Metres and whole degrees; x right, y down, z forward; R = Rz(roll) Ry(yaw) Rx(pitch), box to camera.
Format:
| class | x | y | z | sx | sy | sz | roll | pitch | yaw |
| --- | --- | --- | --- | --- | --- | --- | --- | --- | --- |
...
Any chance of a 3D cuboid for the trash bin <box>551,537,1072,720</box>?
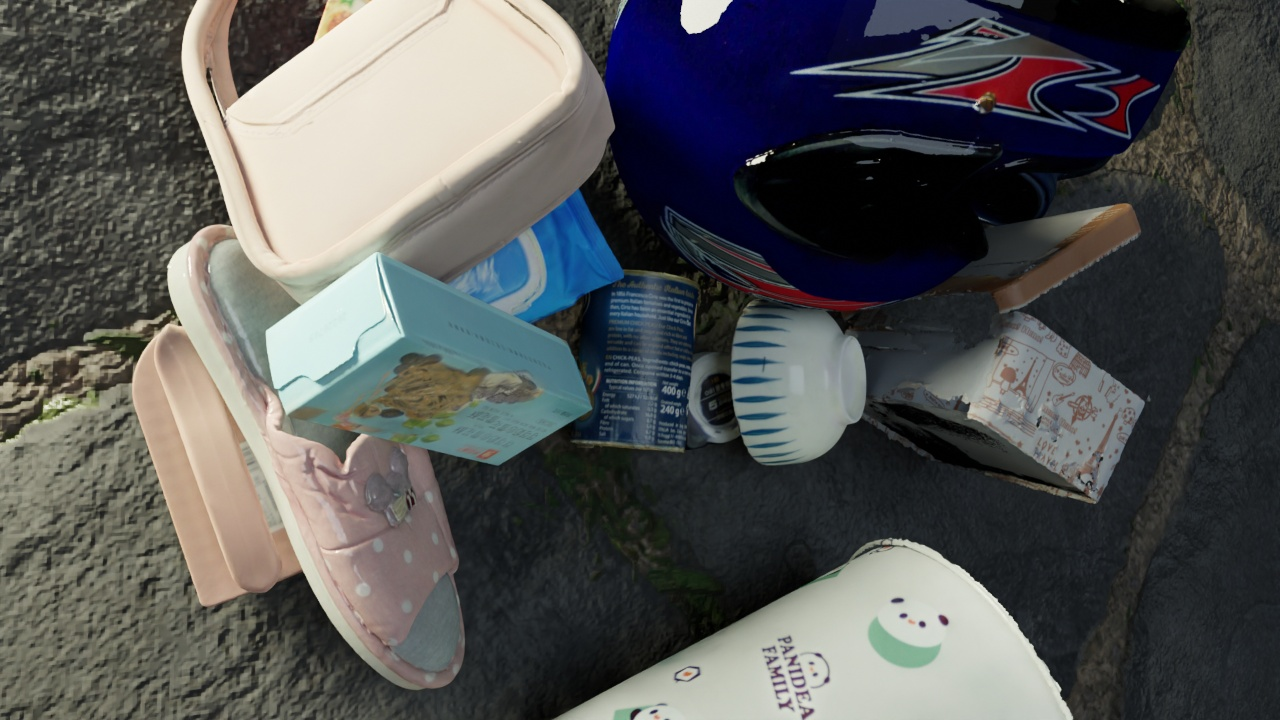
| class | x | y | z | sx | sy | sz | roll | pitch | yaw |
| --- | --- | --- | --- | --- | --- | --- | --- | --- | --- |
| trash bin | 0.088 | 0.256 | 0.546 | 0.251 | 0.230 | 0.229 | -16 | 94 | -21 |

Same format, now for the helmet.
| class | x | y | z | sx | sy | sz | roll | pitch | yaw |
| --- | --- | --- | --- | --- | --- | --- | --- | --- | --- |
| helmet | 0.132 | -0.149 | 0.568 | 0.315 | 0.241 | 0.246 | 12 | 36 | -10 |

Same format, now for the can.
| class | x | y | z | sx | sy | sz | roll | pitch | yaw |
| --- | --- | --- | --- | --- | --- | --- | --- | --- | --- |
| can | -0.004 | 0.003 | 0.591 | 0.075 | 0.075 | 0.111 | 8 | 84 | -25 |

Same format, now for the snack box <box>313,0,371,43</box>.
| class | x | y | z | sx | sy | sz | roll | pitch | yaw |
| --- | --- | --- | --- | --- | --- | --- | --- | --- | --- |
| snack box | -0.146 | -0.230 | 0.565 | 0.075 | 0.025 | 0.152 | 19 | 78 | -23 |

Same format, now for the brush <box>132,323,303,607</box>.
| class | x | y | z | sx | sy | sz | roll | pitch | yaw |
| --- | --- | --- | --- | --- | --- | --- | --- | --- | --- |
| brush | -0.221 | 0.051 | 0.483 | 0.063 | 0.073 | 0.145 | -19 | 92 | -23 |

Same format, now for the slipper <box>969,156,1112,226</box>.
| class | x | y | z | sx | sy | sz | roll | pitch | yaw |
| --- | --- | --- | --- | --- | --- | --- | --- | --- | --- |
| slipper | 0.293 | -0.154 | 0.729 | 0.252 | 0.105 | 0.095 | -12 | 84 | -24 |

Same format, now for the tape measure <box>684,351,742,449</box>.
| class | x | y | z | sx | sy | sz | roll | pitch | yaw |
| --- | --- | --- | --- | --- | --- | --- | --- | --- | --- |
| tape measure | 0.049 | 0.027 | 0.639 | 0.065 | 0.034 | 0.066 | -6 | 91 | -28 |

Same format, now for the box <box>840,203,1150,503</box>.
| class | x | y | z | sx | sy | sz | roll | pitch | yaw |
| --- | --- | --- | --- | --- | --- | --- | --- | --- | --- |
| box | 0.247 | -0.027 | 0.651 | 0.154 | 0.183 | 0.184 | 32 | 82 | -21 |

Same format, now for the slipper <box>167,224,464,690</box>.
| class | x | y | z | sx | sy | sz | roll | pitch | yaw |
| --- | --- | --- | --- | --- | --- | --- | --- | --- | --- |
| slipper | -0.156 | 0.049 | 0.493 | 0.054 | 0.114 | 0.274 | -24 | 96 | 14 |

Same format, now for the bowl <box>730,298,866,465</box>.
| class | x | y | z | sx | sy | sz | roll | pitch | yaw |
| --- | --- | --- | --- | --- | --- | --- | --- | --- | --- |
| bowl | 0.114 | 0.013 | 0.624 | 0.116 | 0.066 | 0.116 | 10 | 78 | -59 |

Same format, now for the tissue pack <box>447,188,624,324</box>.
| class | x | y | z | sx | sy | sz | roll | pitch | yaw |
| --- | --- | --- | --- | --- | --- | --- | --- | --- | --- |
| tissue pack | -0.097 | -0.056 | 0.542 | 0.157 | 0.052 | 0.095 | -25 | 98 | -3 |

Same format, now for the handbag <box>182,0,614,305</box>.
| class | x | y | z | sx | sy | sz | roll | pitch | yaw |
| --- | --- | --- | --- | --- | --- | --- | --- | --- | --- |
| handbag | -0.147 | -0.153 | 0.490 | 0.193 | 0.093 | 0.234 | -37 | 76 | -3 |

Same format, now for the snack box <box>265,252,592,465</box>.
| class | x | y | z | sx | sy | sz | roll | pitch | yaw |
| --- | --- | --- | --- | --- | --- | --- | --- | --- | --- |
| snack box | -0.103 | 0.007 | 0.487 | 0.174 | 0.074 | 0.051 | 27 | 35 | -59 |
